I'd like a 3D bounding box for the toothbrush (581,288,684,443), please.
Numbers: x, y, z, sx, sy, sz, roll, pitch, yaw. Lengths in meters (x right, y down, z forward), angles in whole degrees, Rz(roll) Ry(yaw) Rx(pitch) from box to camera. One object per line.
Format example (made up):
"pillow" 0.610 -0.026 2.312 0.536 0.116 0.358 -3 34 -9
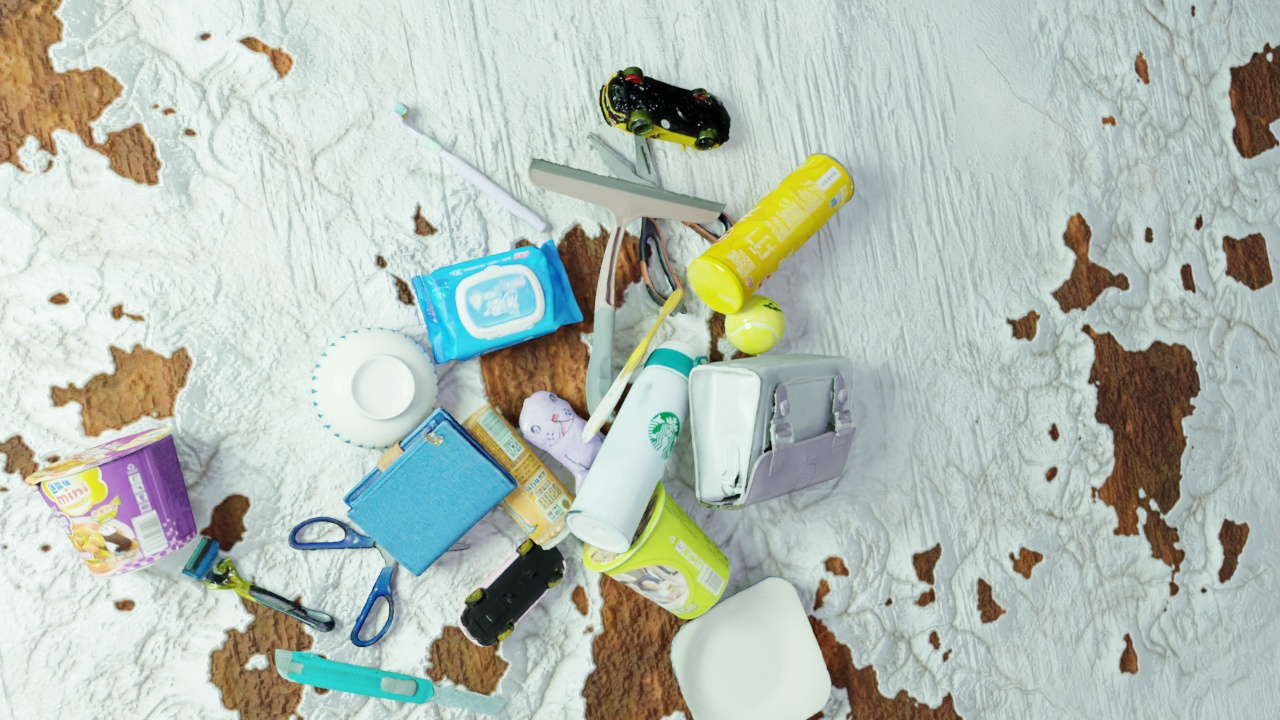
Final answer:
"toothbrush" -0.006 0.005 0.935 0.191 0.016 0.018 -58 136 -15

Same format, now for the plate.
"plate" 0.115 0.329 0.987 0.164 0.034 0.163 -23 95 -21

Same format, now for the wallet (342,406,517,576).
"wallet" -0.196 0.122 0.850 0.133 0.040 0.106 -43 100 6

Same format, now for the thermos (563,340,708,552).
"thermos" 0.004 0.077 0.907 0.073 0.073 0.223 37 57 -15

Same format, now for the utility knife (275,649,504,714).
"utility knife" -0.234 0.307 0.868 0.223 0.013 0.029 18 81 -19

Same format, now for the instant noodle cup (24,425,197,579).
"instant noodle cup" -0.428 0.119 0.762 0.111 0.112 0.099 -21 104 -21

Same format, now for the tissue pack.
"tissue pack" -0.138 -0.059 0.904 0.157 0.052 0.095 -18 93 -21

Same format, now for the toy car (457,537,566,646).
"toy car" -0.126 0.227 0.903 0.122 0.037 0.056 -42 99 -30

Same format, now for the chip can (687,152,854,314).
"chip can" 0.144 -0.141 0.993 0.212 0.072 0.072 -44 102 -24

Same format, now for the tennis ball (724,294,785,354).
"tennis ball" 0.124 -0.039 0.996 0.065 0.066 0.065 1 86 -21

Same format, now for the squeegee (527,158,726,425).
"squeegee" -0.032 -0.058 0.936 0.247 0.040 0.249 5 95 -39

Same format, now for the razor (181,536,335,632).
"razor" -0.341 0.211 0.830 0.142 0.022 0.042 34 32 -19

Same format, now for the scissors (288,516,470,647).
"scissors" -0.249 0.182 0.871 0.162 0.012 0.173 26 76 -18

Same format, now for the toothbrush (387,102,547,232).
"toothbrush" -0.169 -0.190 0.919 0.189 0.029 0.021 37 115 -16

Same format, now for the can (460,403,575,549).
"can" -0.121 0.113 0.893 0.058 0.058 0.146 -43 97 -18

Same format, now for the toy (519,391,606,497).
"toy" -0.078 0.078 0.924 0.108 0.039 0.083 43 53 -14

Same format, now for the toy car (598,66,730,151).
"toy car" 0.030 -0.263 0.979 0.155 0.041 0.071 4 67 -31

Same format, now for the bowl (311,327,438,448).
"bowl" -0.244 0.025 0.852 0.116 0.066 0.116 1 87 -21

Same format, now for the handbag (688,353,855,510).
"handbag" 0.143 0.068 0.948 0.196 0.099 0.145 -6 101 -48

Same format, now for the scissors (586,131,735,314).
"scissors" 0.025 -0.158 0.993 0.227 0.015 0.188 23 79 -17

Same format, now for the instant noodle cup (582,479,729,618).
"instant noodle cup" 0.023 0.197 0.928 0.123 0.112 0.111 42 73 -22
